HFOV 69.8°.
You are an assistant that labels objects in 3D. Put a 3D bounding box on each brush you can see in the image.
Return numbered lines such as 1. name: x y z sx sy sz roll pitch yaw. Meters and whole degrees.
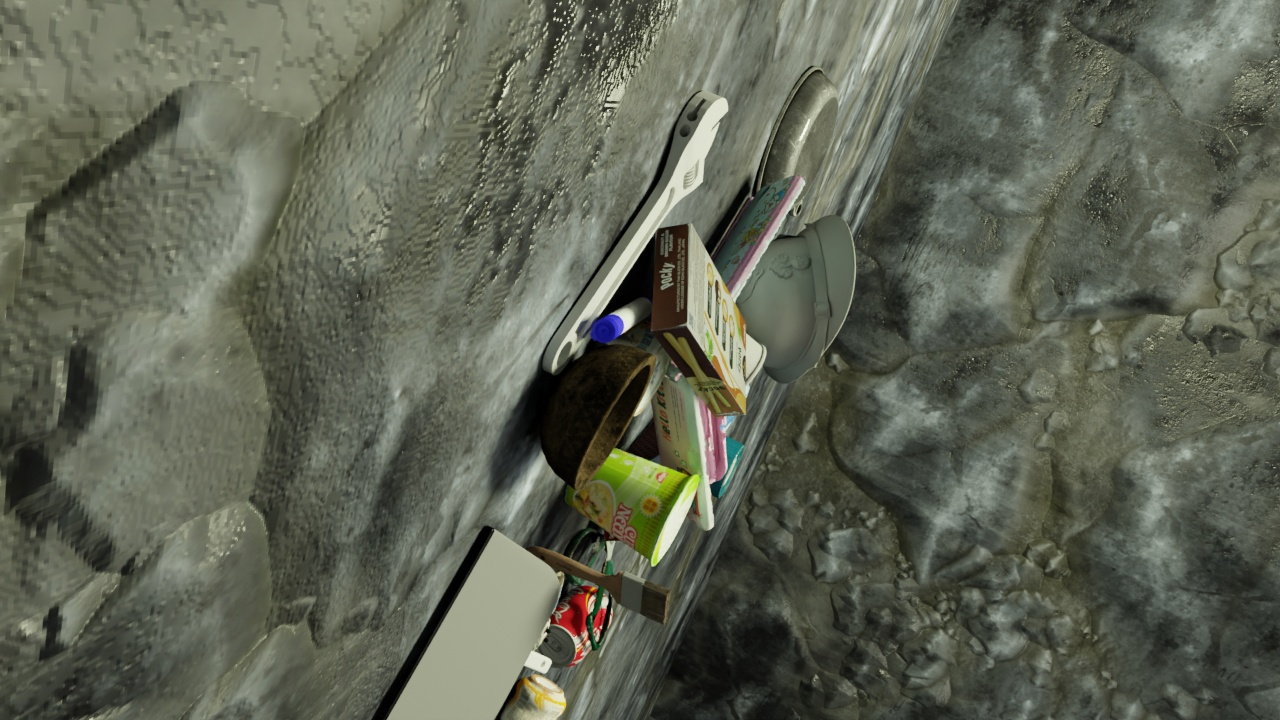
1. brush: -0.040 0.199 0.837 0.008 0.143 0.045 -52 153 -46

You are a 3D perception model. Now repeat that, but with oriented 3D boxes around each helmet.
1. helmet: 0.156 -0.077 1.148 0.272 0.117 0.183 121 -31 -58

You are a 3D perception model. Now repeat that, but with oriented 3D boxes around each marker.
1. marker: -0.013 -0.035 0.758 0.141 0.020 0.020 -41 154 -74

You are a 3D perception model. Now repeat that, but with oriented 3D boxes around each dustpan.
1. dustpan: -0.125 0.251 0.804 0.163 0.033 0.258 -61 150 -16

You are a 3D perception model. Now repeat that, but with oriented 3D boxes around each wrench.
1. wrench: -0.001 -0.104 0.718 0.272 0.018 0.087 -57 165 -23

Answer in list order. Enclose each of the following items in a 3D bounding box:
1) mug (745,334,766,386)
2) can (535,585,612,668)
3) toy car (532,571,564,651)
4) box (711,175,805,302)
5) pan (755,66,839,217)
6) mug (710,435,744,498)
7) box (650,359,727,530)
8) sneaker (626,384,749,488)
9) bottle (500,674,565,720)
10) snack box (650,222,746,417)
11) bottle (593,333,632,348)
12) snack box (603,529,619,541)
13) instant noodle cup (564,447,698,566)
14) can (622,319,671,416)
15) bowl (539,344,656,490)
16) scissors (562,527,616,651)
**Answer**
1. mug: 0.090 -0.002 1.099 0.084 0.070 0.113 -57 -165 -21
2. can: -0.077 0.306 1.057 0.064 0.064 0.104 -69 166 16
3. toy car: -0.104 0.262 0.928 0.112 0.040 0.049 -50 161 -49
4. box: 0.104 -0.109 1.032 0.213 0.049 0.150 -58 -175 -26
5. pan: 0.209 -0.249 1.206 0.187 0.055 0.356 -64 162 -4
6. mug: 0.073 0.132 1.226 0.083 0.107 0.114 -59 165 -31
7. box: 0.060 0.074 0.949 0.087 0.102 0.202 -19 124 -14
8. sneaker: 0.066 0.105 1.131 0.240 0.084 0.098 -41 118 -44
9. bottle: -0.134 0.423 1.061 0.108 0.063 0.063 -61 166 -6
10. snack box: 0.058 -0.031 0.841 0.186 0.032 0.100 51 37 -56
11. bottle: -0.036 0.029 0.791 0.030 0.030 0.113 -42 153 -58
12. snack box: -0.010 0.179 1.108 0.140 0.032 0.051 -1 85 -75
13. instant noodle cup: -0.012 0.134 0.902 0.098 0.108 0.099 -58 165 -26
14. can: -0.005 0.005 0.840 0.086 0.043 0.086 -58 166 -23
15. bowl: -0.043 0.035 0.718 0.121 0.056 0.121 -57 170 -17
16. scissors: -0.050 0.210 1.052 0.209 0.015 0.147 -77 151 -47
